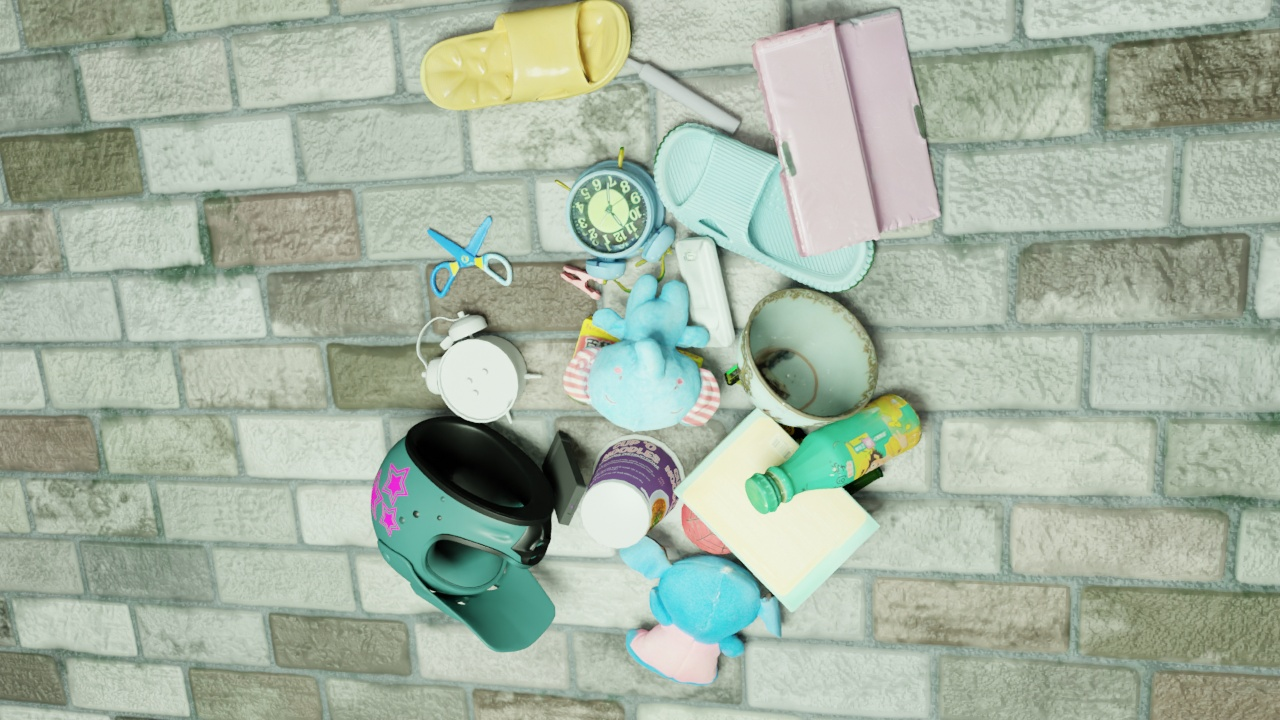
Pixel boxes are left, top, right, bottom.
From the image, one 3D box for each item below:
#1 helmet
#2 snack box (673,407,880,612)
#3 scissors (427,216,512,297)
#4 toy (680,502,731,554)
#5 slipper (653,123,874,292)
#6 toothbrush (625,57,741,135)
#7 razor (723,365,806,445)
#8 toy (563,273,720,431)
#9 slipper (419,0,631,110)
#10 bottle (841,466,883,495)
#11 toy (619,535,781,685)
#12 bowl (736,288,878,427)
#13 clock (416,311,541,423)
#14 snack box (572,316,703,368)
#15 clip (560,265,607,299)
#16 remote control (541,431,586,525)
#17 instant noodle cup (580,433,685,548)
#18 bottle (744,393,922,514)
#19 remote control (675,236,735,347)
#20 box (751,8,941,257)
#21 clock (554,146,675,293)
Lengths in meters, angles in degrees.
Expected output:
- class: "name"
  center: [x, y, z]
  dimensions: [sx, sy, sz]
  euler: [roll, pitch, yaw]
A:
- class: "helmet"
  center: [-0.212, 0.211, 1.122]
  dimensions: [0.275, 0.176, 0.201]
  euler: [35, 120, 28]
- class: "snack box"
  center: [0.155, 0.169, 1.059]
  dimensions: [0.141, 0.044, 0.193]
  euler: [-45, 84, 1]
- class: "scissors"
  center: [-0.217, -0.126, 1.147]
  dimensions: [0.126, 0.013, 0.125]
  euler: [33, 109, 0]
- class: "toy"
  center: [0.112, 0.181, 1.114]
  dimensions: [0.133, 0.062, 0.092]
  euler: [-38, 97, 8]
- class: "slipper"
  center: [0.134, -0.167, 1.019]
  dimensions: [0.276, 0.069, 0.116]
  euler: [30, 102, 4]
- class: "toothbrush"
  center: [0.031, -0.312, 1.040]
  dimensions: [0.188, 0.018, 0.019]
  euler: [33, 98, 5]
- class: "razor"
  center: [0.161, 0.060, 1.093]
  dimensions: [0.144, 0.021, 0.044]
  euler: [50, 126, 0]
- class: "toy"
  center: [0.011, -0.005, 1.046]
  dimensions: [0.183, 0.115, 0.181]
  euler: [12, 97, -2]
- class: "slipper"
  center: [-0.139, -0.341, 1.042]
  dimensions: [0.264, 0.078, 0.099]
  euler: [-5, 102, 19]
- class: "bottle"
  center: [0.231, 0.158, 1.092]
  dimensions: [0.123, 0.033, 0.033]
  euler: [-29, 94, 18]
- class: "toy"
  center: [0.058, 0.315, 1.137]
  dimensions: [0.224, 0.098, 0.192]
  euler: [26, 113, -3]
- class: "bowl"
  center: [0.172, 0.010, 1.029]
  dimensions: [0.160, 0.159, 0.094]
  euler: [40, 149, 2]
- class: "clock"
  center: [-0.213, 0.009, 1.152]
  dimensions: [0.159, 0.061, 0.120]
  euler: [35, 108, 3]
- class: "snack box"
  center: [-0.007, 0.007, 1.119]
  dimensions: [0.152, 0.025, 0.075]
  euler: [21, 107, 8]
- class: "clip"
  center: [-0.069, -0.092, 1.116]
  dimensions: [0.060, 0.023, 0.045]
  euler: [2, 102, 8]
- class: "remote control"
  center: [-0.095, 0.142, 1.122]
  dimensions: [0.013, 0.133, 0.058]
  euler: [17, 109, -23]
- class: "instant noodle cup"
  center: [-0.010, 0.169, 1.106]
  dimensions: [0.137, 0.121, 0.122]
  euler: [34, 108, 4]
- class: "bottle"
  center: [0.210, 0.106, 1.009]
  dimensions: [0.209, 0.068, 0.068]
  euler: [-24, 98, -21]
- class: "remote control"
  center: [0.074, -0.077, 1.063]
  dimensions: [0.050, 0.022, 0.133]
  euler: [1, 115, 36]
- class: "box"
  center: [0.224, -0.241, 0.966]
  dimensions: [0.179, 0.040, 0.233]
  euler: [-18, 100, -8]
- class: "clock"
  center: [-0.024, -0.157, 1.069]
  dimensions: [0.118, 0.060, 0.162]
  euler: [-26, 99, 16]
